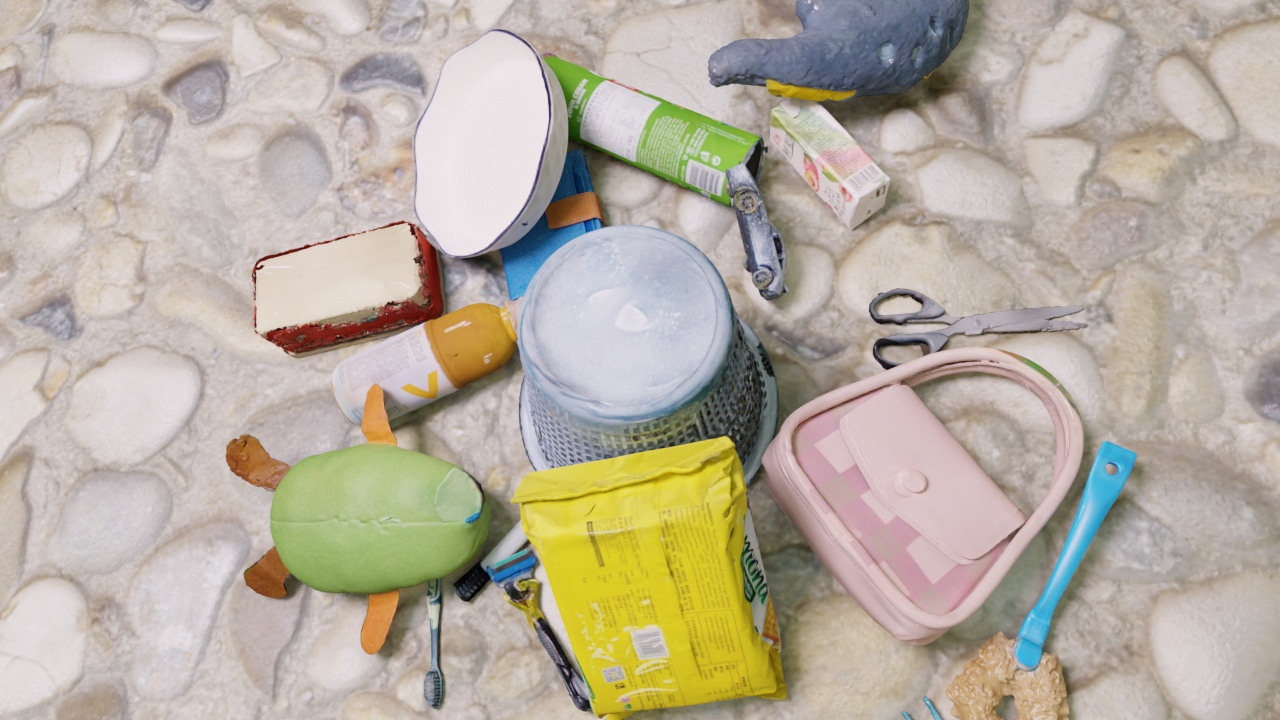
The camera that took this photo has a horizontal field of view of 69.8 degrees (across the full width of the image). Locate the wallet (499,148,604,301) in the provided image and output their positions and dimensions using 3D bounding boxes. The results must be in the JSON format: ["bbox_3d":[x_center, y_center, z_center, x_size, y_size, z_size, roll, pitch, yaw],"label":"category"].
[{"bbox_3d":[-0.086,-0.125,0.865,0.106,0.040,0.133,-17,71,10],"label":"wallet"}]

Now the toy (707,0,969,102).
[{"bbox_3d":[0.219,-0.312,0.823,0.355,0.092,0.138,-41,81,-20],"label":"toy"}]

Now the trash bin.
[{"bbox_3d":[-0.004,0.004,0.711,0.227,0.195,0.226,-2,70,6],"label":"trash bin"}]

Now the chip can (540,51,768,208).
[{"bbox_3d":[0.000,-0.215,0.857,0.236,0.072,0.072,26,79,18],"label":"chip can"}]

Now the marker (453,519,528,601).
[{"bbox_3d":[-0.110,0.154,0.788,0.022,0.018,0.130,43,85,1],"label":"marker"}]

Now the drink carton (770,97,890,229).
[{"bbox_3d":[0.169,-0.182,0.823,0.045,0.053,0.122,-34,69,-5],"label":"drink carton"}]

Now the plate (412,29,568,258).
[{"bbox_3d":[-0.138,-0.195,0.846,0.205,0.045,0.204,-6,81,43],"label":"plate"}]

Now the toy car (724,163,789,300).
[{"bbox_3d":[0.100,-0.110,0.785,0.037,0.054,0.121,-18,114,4],"label":"toy car"}]

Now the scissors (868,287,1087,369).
[{"bbox_3d":[0.280,-0.023,0.773,0.172,0.014,0.145,32,80,16],"label":"scissors"}]

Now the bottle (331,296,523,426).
[{"bbox_3d":[-0.181,-0.003,0.826,0.189,0.068,0.068,-24,69,3],"label":"bottle"}]

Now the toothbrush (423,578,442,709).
[{"bbox_3d":[-0.179,0.198,0.788,0.016,0.018,0.191,-8,71,9],"label":"toothbrush"}]

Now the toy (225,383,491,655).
[{"bbox_3d":[-0.235,0.133,0.776,0.247,0.090,0.227,-2,90,17],"label":"toy"}]

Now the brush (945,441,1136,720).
[{"bbox_3d":[0.305,0.177,0.678,0.083,0.046,0.254,25,84,21],"label":"brush"}]

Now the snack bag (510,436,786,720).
[{"bbox_3d":[0.012,0.170,0.659,0.158,0.247,0.068,-11,30,8],"label":"snack bag"}]

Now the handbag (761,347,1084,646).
[{"bbox_3d":[0.234,0.085,0.716,0.234,0.093,0.193,-34,70,-9],"label":"handbag"}]

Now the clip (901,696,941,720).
[{"bbox_3d":[0.221,0.280,0.684,0.041,0.014,0.056,-36,70,-1],"label":"clip"}]

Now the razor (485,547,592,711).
[{"bbox_3d":[-0.077,0.225,0.758,0.042,0.022,0.142,-22,67,-31],"label":"razor"}]

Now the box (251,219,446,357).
[{"bbox_3d":[-0.276,-0.067,0.860,0.168,0.079,0.091,-13,70,7],"label":"box"}]
